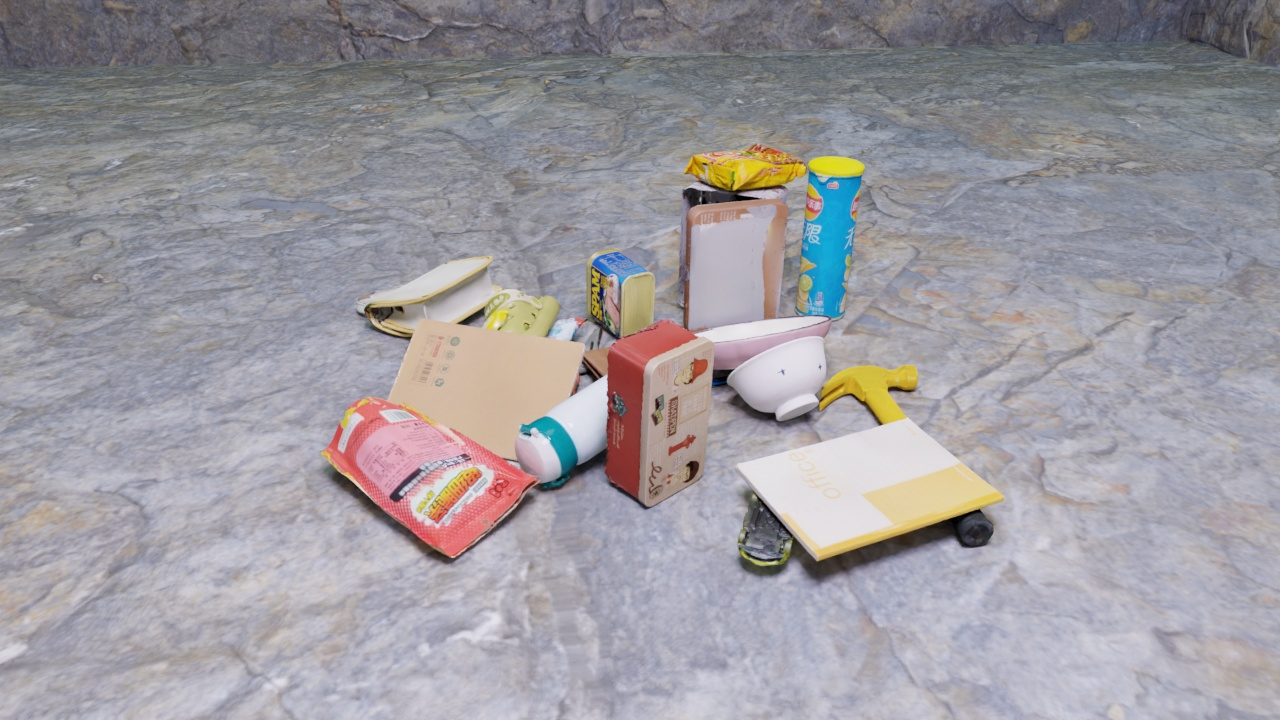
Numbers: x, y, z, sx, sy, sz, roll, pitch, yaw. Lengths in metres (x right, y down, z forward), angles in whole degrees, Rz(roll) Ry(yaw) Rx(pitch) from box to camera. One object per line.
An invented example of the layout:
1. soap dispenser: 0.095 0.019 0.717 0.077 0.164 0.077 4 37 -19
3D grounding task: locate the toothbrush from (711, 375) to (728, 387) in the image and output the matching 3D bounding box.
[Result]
1. toothbrush: 0.132 0.018 1.109 0.189 0.014 0.016 -10 30 -15

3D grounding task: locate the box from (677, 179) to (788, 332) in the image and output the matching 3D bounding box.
1. box: 0.116 -0.131 1.209 0.150 0.182 0.165 12 28 21

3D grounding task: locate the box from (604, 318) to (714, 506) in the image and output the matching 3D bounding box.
1. box: 0.013 0.047 0.897 0.091 0.169 0.078 -24 41 -36

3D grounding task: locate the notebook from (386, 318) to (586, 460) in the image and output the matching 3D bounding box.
1. notebook: -0.176 0.031 1.010 0.208 0.008 0.147 9 66 16

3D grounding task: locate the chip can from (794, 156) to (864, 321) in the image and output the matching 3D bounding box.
1. chip can: 0.249 -0.159 1.221 0.071 0.210 0.071 0 29 0

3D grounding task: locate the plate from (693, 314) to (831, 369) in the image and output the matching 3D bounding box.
1. plate: 0.135 -0.020 1.104 0.192 0.039 0.192 -9 7 1

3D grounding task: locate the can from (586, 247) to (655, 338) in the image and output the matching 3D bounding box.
1. can: -0.026 -0.085 1.203 0.057 0.102 0.083 -18 36 -30

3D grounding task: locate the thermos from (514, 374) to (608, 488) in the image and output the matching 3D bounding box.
1. thermos: -0.032 0.053 0.965 0.223 0.073 0.073 -32 42 -33

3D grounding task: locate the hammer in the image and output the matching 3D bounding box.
1. hammer: 0.283 0.087 0.965 0.128 0.033 0.300 -5 29 -8

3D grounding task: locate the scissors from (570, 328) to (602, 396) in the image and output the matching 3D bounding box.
1. scissors: -0.065 0.012 1.119 0.225 0.015 0.188 22 36 35

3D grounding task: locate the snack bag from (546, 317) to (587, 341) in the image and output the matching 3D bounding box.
1. snack bag: -0.101 -0.028 1.150 0.048 0.026 0.104 -16 24 22

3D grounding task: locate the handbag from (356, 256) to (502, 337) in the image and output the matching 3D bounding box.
1. handbag: -0.300 -0.085 1.263 0.179 0.063 0.162 1 25 34

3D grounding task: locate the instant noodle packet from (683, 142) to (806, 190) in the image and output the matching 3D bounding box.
1. instant noodle packet: 0.135 -0.254 1.205 0.128 0.044 0.111 -15 26 -29

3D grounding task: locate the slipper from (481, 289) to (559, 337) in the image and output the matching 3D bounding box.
1. slipper: -0.160 -0.041 1.125 0.081 0.092 0.190 42 23 -8

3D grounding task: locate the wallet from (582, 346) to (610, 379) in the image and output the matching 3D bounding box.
1. wallet: -0.006 0.006 1.093 0.101 0.020 0.115 -12 28 -23

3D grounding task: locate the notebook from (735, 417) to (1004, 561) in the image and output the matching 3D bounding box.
1. notebook: 0.214 0.116 0.869 0.206 0.010 0.146 -12 32 -20

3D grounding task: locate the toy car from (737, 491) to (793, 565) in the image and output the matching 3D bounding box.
1. toy car: 0.119 0.155 0.843 0.048 0.032 0.105 10 29 14

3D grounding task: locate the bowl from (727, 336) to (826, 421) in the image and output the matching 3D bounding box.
1. bowl: 0.162 0.029 1.022 0.118 0.119 0.064 -14 70 -23

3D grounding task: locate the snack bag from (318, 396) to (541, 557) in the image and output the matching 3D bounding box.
1. snack bag: -0.213 0.108 0.905 0.208 0.073 0.128 27 43 31
